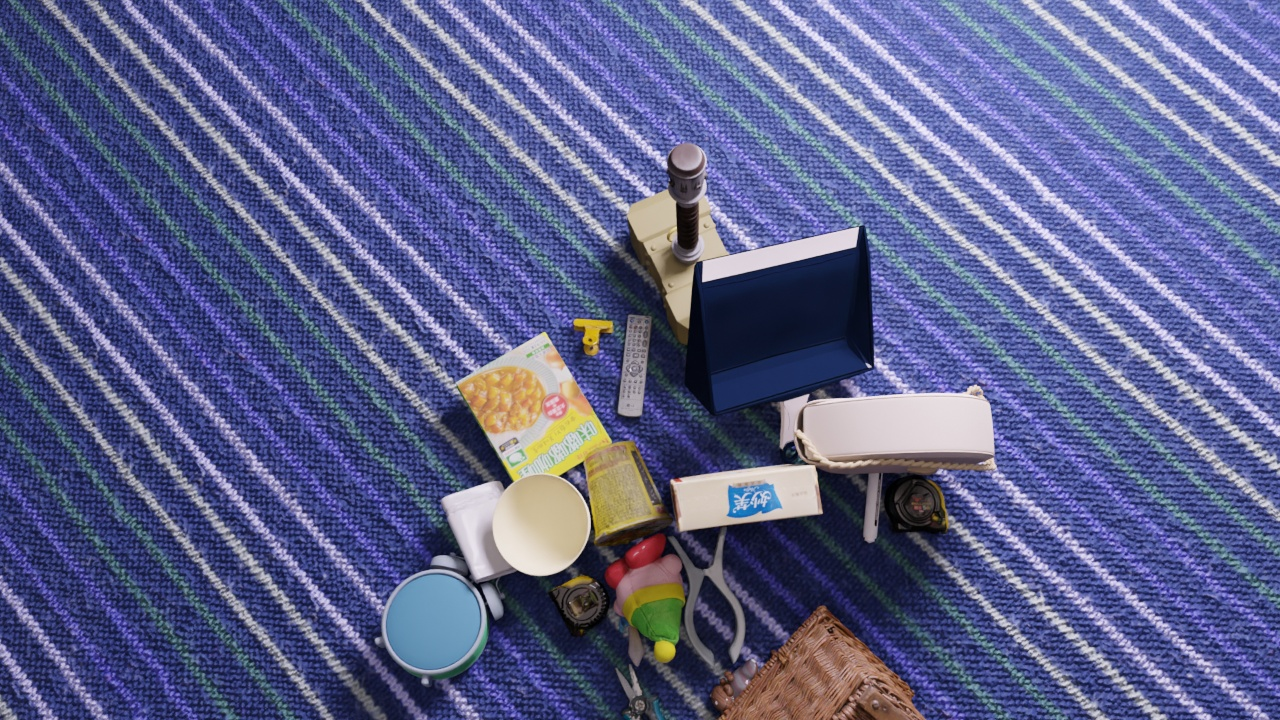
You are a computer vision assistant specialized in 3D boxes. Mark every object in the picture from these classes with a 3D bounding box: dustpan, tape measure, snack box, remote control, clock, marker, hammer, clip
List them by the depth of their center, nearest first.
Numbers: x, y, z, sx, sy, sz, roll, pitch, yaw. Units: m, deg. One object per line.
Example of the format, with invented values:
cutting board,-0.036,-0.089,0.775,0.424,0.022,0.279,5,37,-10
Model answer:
snack box,0.113,0.154,1.050,0.153,0.207,0.055,-7,84,0
hammer,0.055,-0.156,1.062,0.100,0.325,0.190,-24,74,-4
dustpan,0.176,-0.004,1.102,0.236,0.274,0.080,-14,39,-22
clock,-0.232,0.302,1.104,0.122,0.075,0.161,36,68,11
tape measure,-0.069,0.295,1.112,0.062,0.038,0.067,-29,77,-5
clip,0.068,0.289,1.113,0.108,0.028,0.163,-7,76,-1
tape measure,0.336,0.177,1.122,0.071,0.042,0.072,-1,81,3
marker,0.289,0.159,1.139,0.020,0.017,0.133,14,76,-22
snack box,-0.135,0.067,1.158,0.131,0.027,0.168,-31,84,-13
remote control,-0.007,0.007,1.190,0.033,0.013,0.136,5,77,4
clip,-0.063,-0.034,1.194,0.053,0.035,0.046,5,69,2

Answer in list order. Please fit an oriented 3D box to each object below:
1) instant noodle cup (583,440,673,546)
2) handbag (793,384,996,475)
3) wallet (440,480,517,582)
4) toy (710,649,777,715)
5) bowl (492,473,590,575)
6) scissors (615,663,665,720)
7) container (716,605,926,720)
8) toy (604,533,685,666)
instant noodle cup,-0.023,0.160,1.115,0.102,0.102,0.108,-17,70,-2
handbag,0.287,0.078,1.037,0.209,0.210,0.103,-5,79,18
wallet,-0.190,0.210,1.124,0.086,0.032,0.116,-8,63,-36
toy,0.123,0.382,1.083,0.055,0.041,0.102,36,89,-13
bowl,-0.109,0.196,1.104,0.118,0.074,0.118,-2,81,12
scissors,0.011,0.439,1.085,0.122,0.019,0.149,12,76,6
container,0.193,0.424,0.977,0.162,0.183,0.249,44,84,-5
toy,0.006,0.289,1.078,0.124,0.096,0.131,-39,73,22
